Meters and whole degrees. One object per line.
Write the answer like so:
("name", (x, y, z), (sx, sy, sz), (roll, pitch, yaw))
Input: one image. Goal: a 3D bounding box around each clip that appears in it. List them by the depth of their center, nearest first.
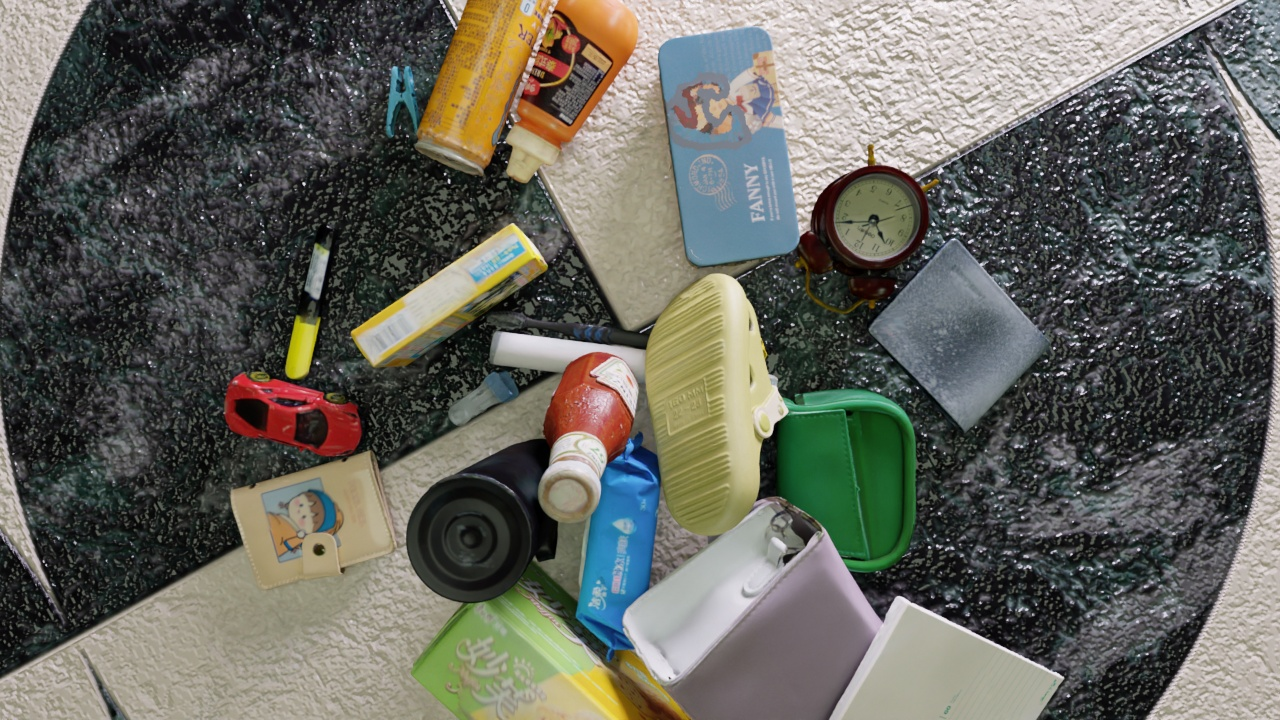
("clip", (-0.125, 0.031, 0.710), (0.058, 0.045, 0.027), (-30, 92, 10))
("clip", (-0.185, -0.201, 0.714), (0.039, 0.013, 0.056), (-3, 90, 1))

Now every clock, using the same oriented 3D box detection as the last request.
("clock", (0.165, -0.093, 0.686), (0.082, 0.055, 0.122), (29, 93, 0))

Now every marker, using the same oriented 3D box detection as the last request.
("marker", (-0.256, -0.046, 0.716), (0.018, 0.015, 0.124), (11, 87, 7))

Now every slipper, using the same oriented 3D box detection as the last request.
("slipper", (0.057, 0.034, 0.651), (0.092, 0.081, 0.190), (-24, 56, 38))

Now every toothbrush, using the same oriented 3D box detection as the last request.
("toothbrush", (-0.004, 0.004, 0.704), (0.221, 0.027, 0.026), (7, 57, 1))
("toothbrush", (-0.027, -0.019, 0.710), (0.189, 0.016, 0.014), (9, 94, 0))

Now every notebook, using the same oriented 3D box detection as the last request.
("notebook", (0.209, 0.262, 0.653), (0.209, 0.012, 0.150), (29, 92, -33))

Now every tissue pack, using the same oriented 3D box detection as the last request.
("tissue pack", (-0.016, 0.133, 0.672), (0.052, 0.095, 0.157), (7, 92, 2))

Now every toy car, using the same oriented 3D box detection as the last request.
("toy car", (-0.264, 0.043, 0.701), (0.106, 0.031, 0.049), (15, 112, -1))

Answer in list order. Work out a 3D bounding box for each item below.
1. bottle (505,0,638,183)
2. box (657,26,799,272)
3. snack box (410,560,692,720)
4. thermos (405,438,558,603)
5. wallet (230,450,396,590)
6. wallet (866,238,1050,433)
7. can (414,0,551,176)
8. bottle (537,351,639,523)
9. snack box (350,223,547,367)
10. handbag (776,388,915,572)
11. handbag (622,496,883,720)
("bottle", (-0.059, -0.202, 0.690), (0.067, 0.066, 0.149), (30, 98, 1))
("box", (0.065, -0.149, 0.686), (0.090, 0.059, 0.184), (-10, 88, 2))
("snack box", (-0.045, 0.238, 0.640), (0.210, 0.157, 0.070), (43, 90, 1))
("thermos", (-0.079, 0.102, 0.597), (0.068, 0.242, 0.090), (-17, 89, 3))
("wallet", (-0.252, 0.127, 0.713), (0.115, 0.024, 0.087), (-16, 85, 0))
("wallet", (0.239, -0.018, 0.691), (0.121, 0.019, 0.097), (44, 89, -14))
("can", (-0.118, -0.217, 0.690), (0.058, 0.058, 0.146), (21, 91, 1))
("bottle", (-0.035, 0.046, 0.596), (0.060, 0.205, 0.060), (1, 106, 2))
("snack box", (-0.137, -0.045, 0.676), (0.140, 0.087, 0.033), (-32, 90, 1))
("handbag", (0.144, 0.087, 0.686), (0.120, 0.068, 0.131), (1, 91, 9))
("handbag", (0.100, 0.206, 0.635), (0.145, 0.098, 0.197), (-39, 118, -3))
